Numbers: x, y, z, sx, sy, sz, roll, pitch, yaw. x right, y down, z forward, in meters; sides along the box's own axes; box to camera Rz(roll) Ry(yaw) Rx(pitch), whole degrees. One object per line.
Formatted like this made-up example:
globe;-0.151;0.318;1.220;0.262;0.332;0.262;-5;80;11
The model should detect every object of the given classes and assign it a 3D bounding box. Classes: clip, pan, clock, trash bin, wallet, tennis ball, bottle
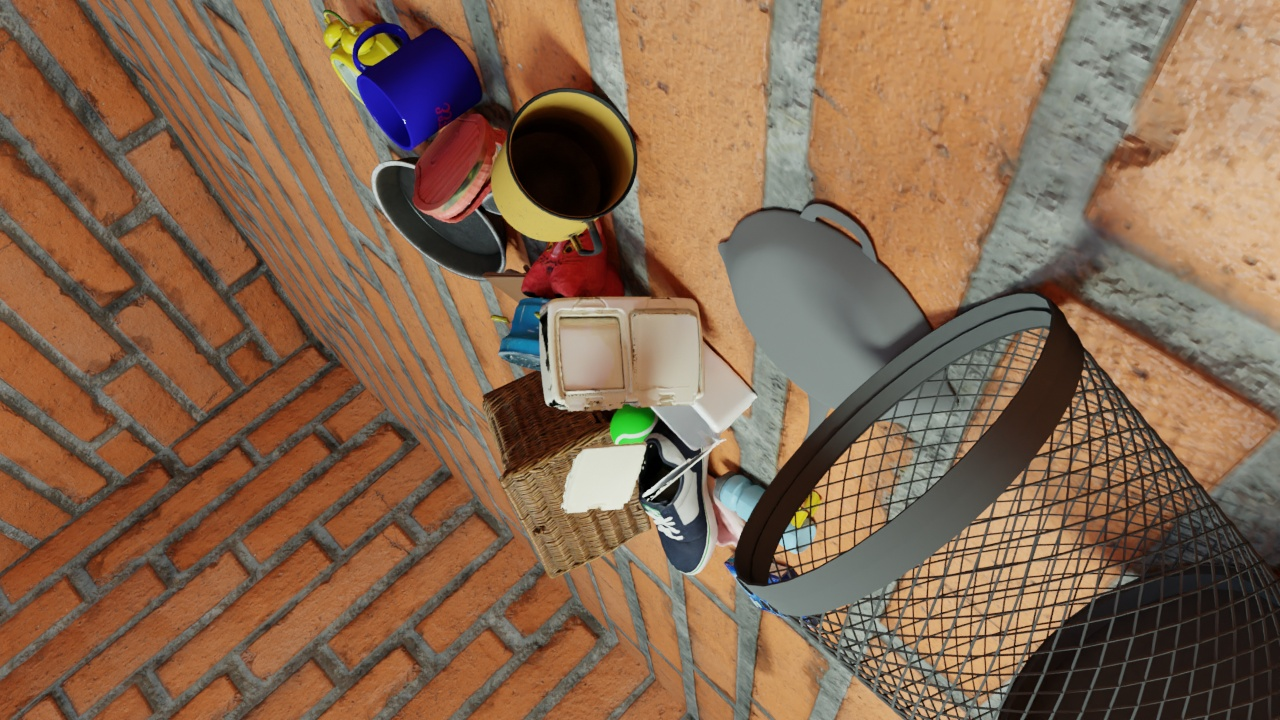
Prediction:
clip;0.160;0.139;0.926;0.054;0.044;0.049;89;178;-63
pan;-0.183;-0.170;1.013;0.358;0.055;0.187;-7;133;51
clock;-0.281;-0.312;0.944;0.083;0.057;0.119;29;160;44
trash bin;0.209;0.120;0.501;0.227;0.217;0.218;45;161;-3
wallet;-0.111;-0.065;1.035;0.088;0.013;0.121;6;157;42
pan;0.137;0.012;0.719;0.216;0.024;0.355;38;158;27
clock;-0.058;-0.014;0.880;0.161;0.060;0.117;15;171;-37
tennis ball;-0.003;0.081;1.087;0.065;0.065;0.065;42;160;19
bottle;0.129;0.160;0.993;0.130;0.040;0.040;31;154;40

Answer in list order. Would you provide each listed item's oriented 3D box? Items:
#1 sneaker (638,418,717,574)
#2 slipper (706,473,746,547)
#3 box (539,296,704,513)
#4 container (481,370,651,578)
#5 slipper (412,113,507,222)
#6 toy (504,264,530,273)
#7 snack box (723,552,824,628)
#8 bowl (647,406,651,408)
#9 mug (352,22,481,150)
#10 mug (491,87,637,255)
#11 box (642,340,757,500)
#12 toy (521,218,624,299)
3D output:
sneaker;0.034;0.166;1.048;0.084;0.078;0.236;22;132;33
slipper;0.059;0.169;1.139;0.222;0.055;0.107;32;153;42
box;-0.004;0.032;0.779;0.070;0.143;0.186;157;109;-69
container;-0.109;0.138;1.249;0.183;0.162;0.250;56;168;41
slipper;-0.162;-0.178;0.858;0.059;0.103;0.248;39;-172;-26
toy;-0.111;-0.088;1.043;0.112;0.030;0.049;9;139;38
snack box;0.169;0.292;1.179;0.082;0.027;0.150;52;160;-9
bowl;-0.006;0.006;1.010;0.114;0.026;0.102;34;156;37
mug;-0.217;-0.265;0.857;0.111;0.083;0.079;50;161;-4
mug;-0.061;-0.139;0.729;0.123;0.100;0.094;70;161;-2
box;0.031;0.065;0.883;0.121;0.136;0.109;48;163;5
toy;-0.044;-0.088;0.892;0.088;0.094;0.133;8;170;29
